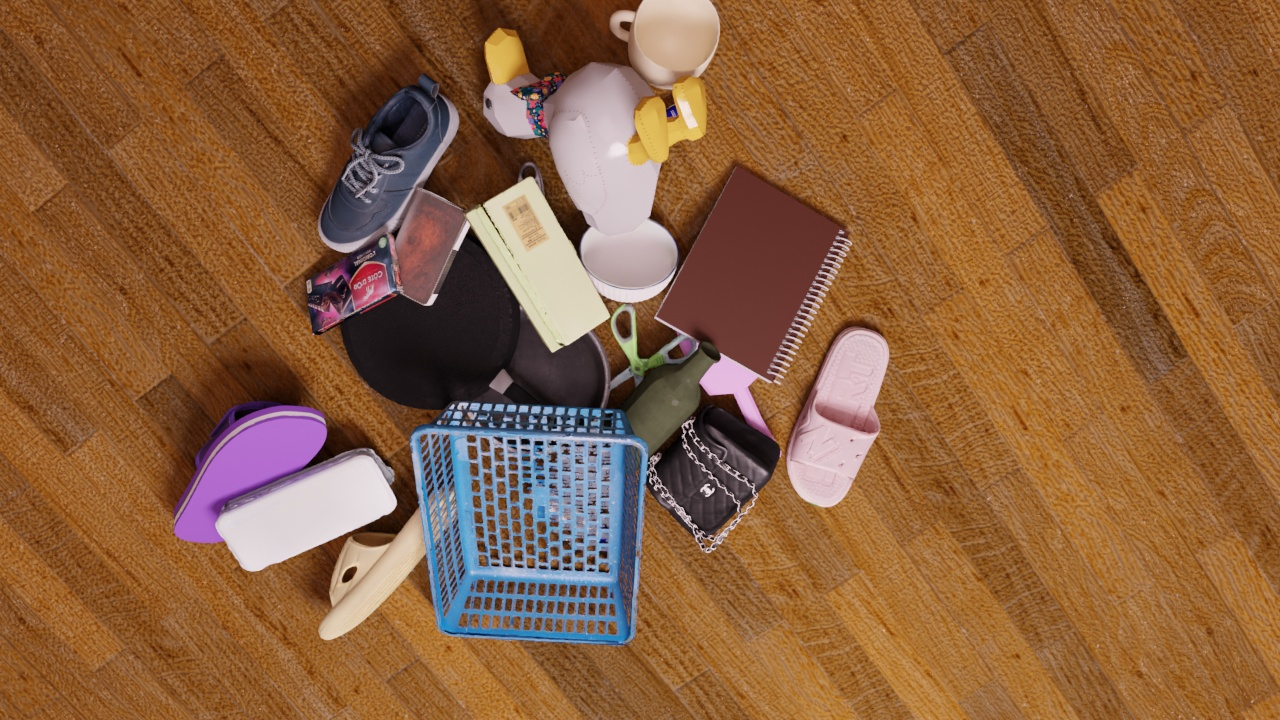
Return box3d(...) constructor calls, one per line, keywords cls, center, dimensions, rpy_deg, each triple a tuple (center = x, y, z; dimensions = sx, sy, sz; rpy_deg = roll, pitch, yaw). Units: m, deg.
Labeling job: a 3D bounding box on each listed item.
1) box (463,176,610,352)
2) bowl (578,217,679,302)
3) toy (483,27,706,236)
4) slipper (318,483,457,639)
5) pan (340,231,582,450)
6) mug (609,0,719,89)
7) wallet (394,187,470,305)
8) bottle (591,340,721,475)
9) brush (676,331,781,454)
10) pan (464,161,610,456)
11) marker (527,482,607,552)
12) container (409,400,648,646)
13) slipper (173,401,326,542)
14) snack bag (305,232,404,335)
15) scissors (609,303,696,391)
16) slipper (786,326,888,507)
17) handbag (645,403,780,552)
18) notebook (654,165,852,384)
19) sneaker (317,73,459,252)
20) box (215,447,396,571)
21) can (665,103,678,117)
box3d(cls="box", center=(-0.127, -0.105, 1.057), dimensions=(0.091, 0.083, 0.188), rpy_deg=(-34, 107, -23))
box3d(cls="bowl", center=(-0.016, -0.112, 1.099), dimensions=(0.118, 0.117, 0.062), rpy_deg=(6, 144, -2))
box3d(cls="toy", center=(-0.060, -0.253, 1.019), dimensions=(0.268, 0.140, 0.247), rpy_deg=(6, 124, 38))
box3d(cls="slipper", center=(-0.329, 0.243, 1.180), dimensions=(0.079, 0.111, 0.261), rpy_deg=(44, 96, 12))
box3d(cls="pan", center=(-0.208, -0.009, 1.107), dimensions=(0.356, 0.034, 0.225), rpy_deg=(41, 98, 5))
box3d(cls="mug", center=(0.022, -0.360, 1.031), dimensions=(0.120, 0.100, 0.096), rpy_deg=(17, 89, -7))
box3d(cls="wallet", center=(-0.253, -0.133, 1.079), dimensions=(0.072, 0.019, 0.123), rpy_deg=(27, 97, 7))
box3d(cls="bottle", center=(0.023, 0.055, 1.112), dimensions=(0.071, 0.071, 0.207), rpy_deg=(36, 122, -8))
box3d(cls="brush", center=(0.119, 0.022, 1.152), dimensions=(0.089, 0.043, 0.229), rpy_deg=(-25, 102, 5))
box3d(cls="pan", center=(-0.130, -0.060, 1.128), dimensions=(0.187, 0.055, 0.357), rpy_deg=(0, 91, 6))
box3d(cls="marker", center=(-0.088, 0.206, 1.205), dimensions=(0.133, 0.023, 0.027), rpy_deg=(35, 122, -8))
box3d(cls="container", center=(-0.125, 0.195, 1.109), dimensions=(0.257, 0.089, 0.363), rpy_deg=(3, 128, 0))
box3d(cls="slipper", center=(-0.498, 0.119, 1.148), dimensions=(0.107, 0.084, 0.267), rpy_deg=(19, 126, -43))
box3d(cls="snack bag", center=(-0.343, -0.089, 1.095), dimensions=(0.155, 0.018, 0.074), rpy_deg=(-22, 72, 28))
box3d(cls="scissors", center=(0.003, 0.010, 1.137), dimensions=(0.160, 0.024, 0.172), rpy_deg=(-2, 120, 9))
box3d(cls="slipper", center=(0.251, 0.076, 1.156), dimensions=(0.094, 0.064, 0.239), rpy_deg=(15, 101, -4))
box3d(cls="handbag", center=(0.077, 0.144, 1.129), dimensions=(0.125, 0.114, 0.154), rpy_deg=(39, 127, 0))
box3d(cls="notebook", center=(0.140, -0.101, 1.104), dimensions=(0.171, 0.022, 0.209), rpy_deg=(29, 83, -6))
box3d(cls="sneaker", center=(-0.301, -0.224, 1.062), dimensions=(0.089, 0.087, 0.236), rpy_deg=(39, 99, 8))
box3d(cls="box", center=(-0.412, 0.186, 1.138), dimensions=(0.215, 0.123, 0.083), rpy_deg=(-23, 57, 1))
box3d(cls="can", center=(0.013, -0.269, 1.089), dimensions=(0.095, 0.032, 0.032), rpy_deg=(-29, 102, 6))
